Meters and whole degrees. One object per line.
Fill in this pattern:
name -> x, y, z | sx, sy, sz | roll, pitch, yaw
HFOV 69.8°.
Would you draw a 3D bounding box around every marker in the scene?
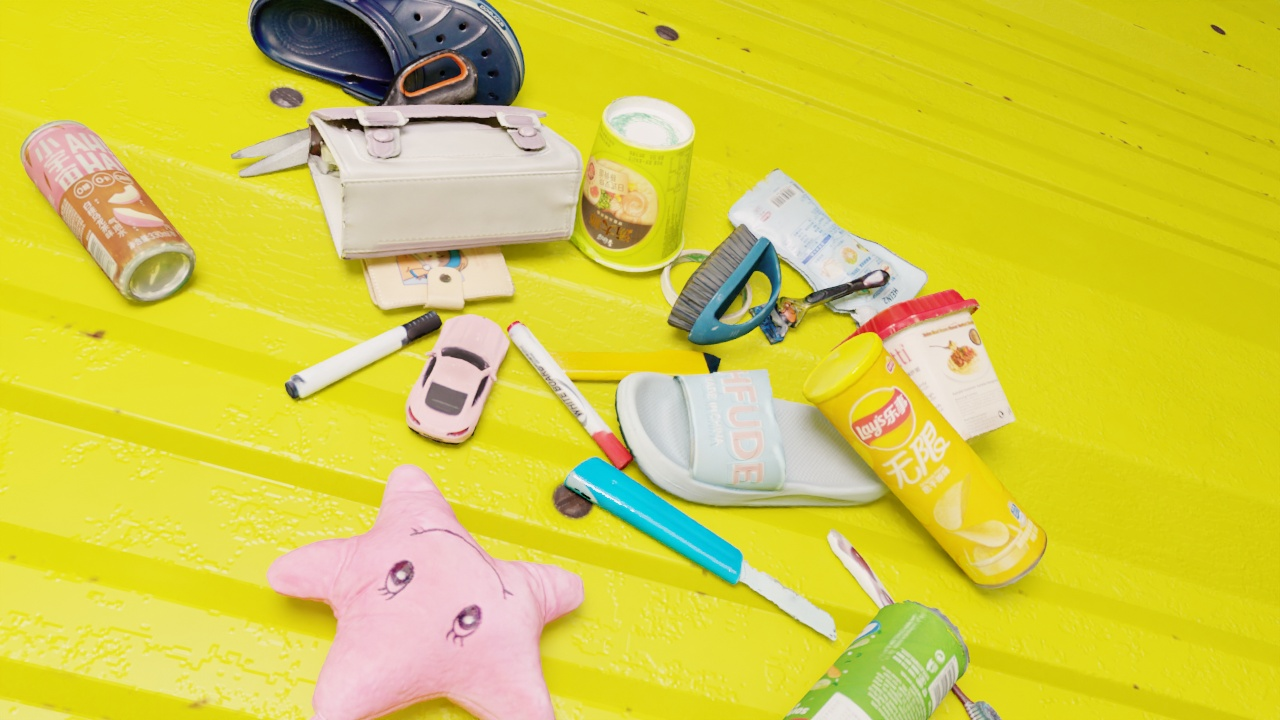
marker -> -0.203, -0.006, 0.685 | 0.130, 0.023, 0.018 | -33, 103, -38
marker -> -0.056, 0.026, 0.713 | 0.017, 0.017, 0.145 | -30, 73, -37

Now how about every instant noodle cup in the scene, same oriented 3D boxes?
instant noodle cup -> -0.004, -0.161, 0.811 | 0.111, 0.124, 0.111 | 7, 46, -7
instant noodle cup -> 0.245, 0.019, 0.790 | 0.116, 0.117, 0.124 | -15, 72, -31

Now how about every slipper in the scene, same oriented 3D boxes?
slipper -> 0.099, 0.059, 0.717 | 0.245, 0.074, 0.103 | 10, 51, -16
slipper -> -0.230, -0.289, 0.845 | 0.252, 0.105, 0.095 | 9, 47, -14

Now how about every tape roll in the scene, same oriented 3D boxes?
tape roll -> 0.061, -0.067, 0.843 | 0.085, 0.014, 0.085 | 11, 50, -13

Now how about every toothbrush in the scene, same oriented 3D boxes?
toothbrush -> 0.203, 0.200, 0.681 | 0.016, 0.017, 0.187 | -23, 65, -35

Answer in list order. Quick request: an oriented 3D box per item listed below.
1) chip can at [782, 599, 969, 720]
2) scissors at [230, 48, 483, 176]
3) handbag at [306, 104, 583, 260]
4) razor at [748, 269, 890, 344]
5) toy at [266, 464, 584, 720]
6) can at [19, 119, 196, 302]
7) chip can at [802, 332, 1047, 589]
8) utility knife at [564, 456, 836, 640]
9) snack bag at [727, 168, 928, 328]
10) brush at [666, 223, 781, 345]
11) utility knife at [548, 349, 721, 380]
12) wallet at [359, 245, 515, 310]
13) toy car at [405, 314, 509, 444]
chip can -> 0.121, 0.245, 0.577 | 0.235, 0.072, 0.072 | -31, 69, -37
scissors -> -0.235, -0.190, 0.809 | 0.234, 0.152, 0.022 | -44, 35, -11
handbag -> -0.165, -0.161, 0.766 | 0.196, 0.099, 0.145 | -8, 37, -28
razor -> 0.173, -0.058, 0.852 | 0.142, 0.022, 0.042 | -21, 64, -15
toy -> -0.123, 0.158, 0.546 | 0.194, 0.075, 0.178 | 35, 40, 8
can -> -0.389, -0.109, 0.670 | 0.057, 0.058, 0.147 | -32, 69, -37
chip can -> 0.218, 0.078, 0.705 | 0.213, 0.072, 0.071 | 48, 48, -9
utility knife -> 0.046, 0.137, 0.669 | 0.225, 0.018, 0.034 | 31, 47, 6
snack bag -> 0.184, -0.110, 0.911 | 0.191, 0.039, 0.110 | 42, 50, 11
brush -> 0.082, -0.061, 0.798 | 0.073, 0.055, 0.143 | 33, 48, 7
utility knife -> -0.005, 0.004, 0.759 | 0.156, 0.015, 0.033 | 1, 46, -19
wallet -> -0.168, -0.074, 0.755 | 0.115, 0.024, 0.087 | -6, 51, -27
toy car -> -0.136, 0.009, 0.690 | 0.056, 0.037, 0.122 | 21, 47, -7
